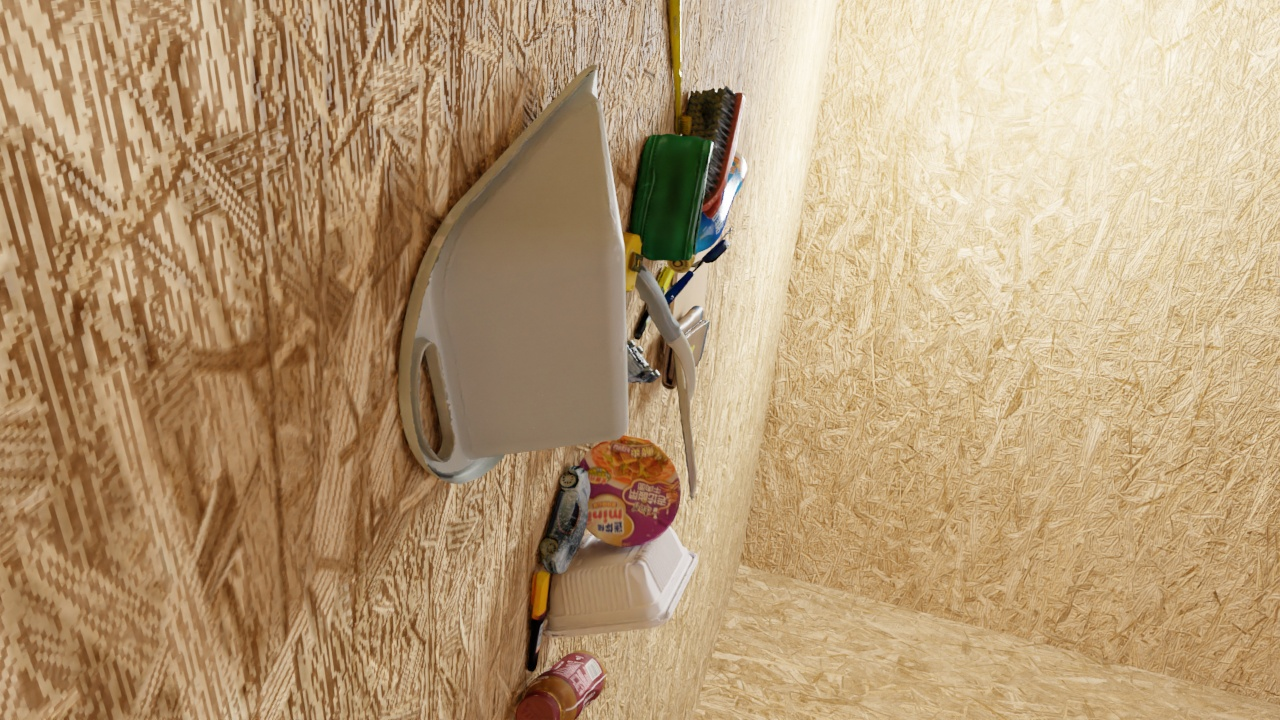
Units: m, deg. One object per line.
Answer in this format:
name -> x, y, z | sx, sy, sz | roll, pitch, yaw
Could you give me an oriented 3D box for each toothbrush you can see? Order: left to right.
toothbrush -> 0.042, -0.307, 0.960 | 0.190, 0.016, 0.015 | 82, 23, -58

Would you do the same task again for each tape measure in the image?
tape measure -> -0.014, -0.095, 0.889 | 0.057, 0.029, 0.060 | -17, 118, -75

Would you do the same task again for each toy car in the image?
toy car -> -0.069, 0.153, 0.884 | 0.049, 0.031, 0.105 | 69, 34, -69
toy car -> -0.006, 0.006, 0.997 | 0.034, 0.043, 0.090 | -38, 170, 5

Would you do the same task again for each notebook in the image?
notebook -> 0.071, -0.112, 1.294 | 0.211, 0.012, 0.150 | -51, 149, -64

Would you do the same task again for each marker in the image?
marker -> -0.100, 0.252, 0.881 | 0.018, 0.015, 0.124 | -53, 155, -59
marker -> 0.016, -0.071, 1.085 | 0.018, 0.015, 0.123 | 97, 14, -52

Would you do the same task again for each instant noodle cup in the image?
instant noodle cup -> -0.024, 0.219, 0.955 | 0.173, 0.138, 0.060 | -32, 110, -72
instant noodle cup -> -0.010, 0.133, 0.968 | 0.099, 0.111, 0.111 | 7, 95, -84

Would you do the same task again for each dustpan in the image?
dustpan -> -0.083, -0.046, 0.629 | 0.257, 0.142, 0.223 | -102, -171, -49

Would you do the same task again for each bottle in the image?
bottle -> -0.082, 0.344, 0.946 | 0.175, 0.057, 0.057 | 28, 74, -77
bottle -> 0.077, -0.183, 1.124 | 0.065, 0.065, 0.218 | 89, 18, -45

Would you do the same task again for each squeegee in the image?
squeegee -> 0.032, -0.021, 1.002 | 0.246, 0.039, 0.247 | -94, 167, -48

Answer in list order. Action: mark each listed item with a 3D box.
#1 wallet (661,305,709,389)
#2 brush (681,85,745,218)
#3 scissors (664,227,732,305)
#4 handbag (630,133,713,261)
wallet -> 0.059, -0.019, 1.234 | 0.115, 0.033, 0.090 | -39, 139, -64
brush -> 0.082, -0.239, 1.060 | 0.069, 0.063, 0.145 | 29, 69, -52
scissors -> 0.073, -0.118, 1.131 | 0.175, 0.012, 0.163 | -48, -174, -23
handbag -> 0.033, -0.168, 0.964 | 0.120, 0.068, 0.131 | -43, 143, -83
